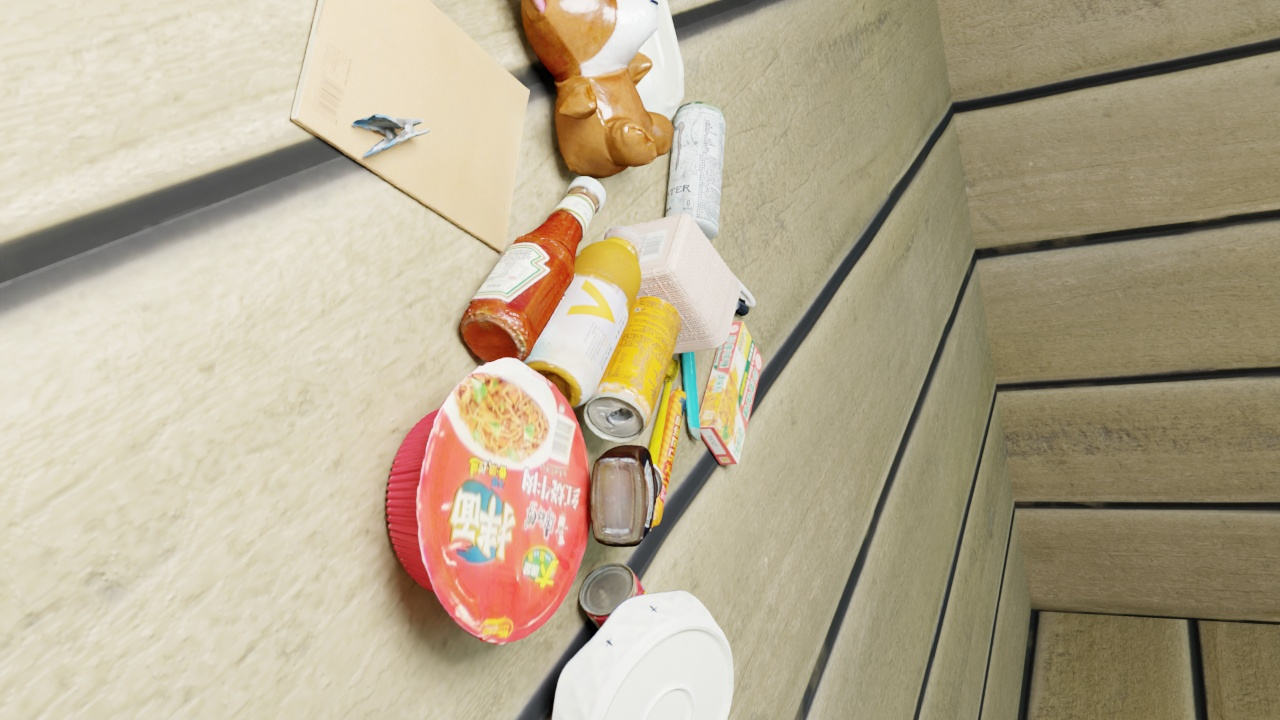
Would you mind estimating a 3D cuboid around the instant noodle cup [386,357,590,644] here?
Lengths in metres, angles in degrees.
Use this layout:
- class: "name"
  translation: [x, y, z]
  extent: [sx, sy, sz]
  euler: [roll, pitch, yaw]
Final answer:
- class: "instant noodle cup"
  translation: [-0.111, 0.097, 0.650]
  extent: [0.193, 0.066, 0.193]
  euler: [11, 77, -59]

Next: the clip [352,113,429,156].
- class: "clip"
  translation: [-0.164, -0.153, 0.618]
  extent: [0.058, 0.027, 0.045]
  euler: [-40, 115, -58]

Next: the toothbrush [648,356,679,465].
- class: "toothbrush"
  translation: [0.013, 0.078, 0.921]
  extent: [0.016, 0.016, 0.189]
  euler: [44, 49, -43]

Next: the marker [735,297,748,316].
- class: "marker"
  translation: [0.096, -0.076, 1.087]
  extent: [0.130, 0.018, 0.022]
  euler: [22, 58, -58]

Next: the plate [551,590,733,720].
- class: "plate"
  translation: [0.010, 0.300, 0.784]
  extent: [0.204, 0.046, 0.205]
  euler: [-14, 110, -42]

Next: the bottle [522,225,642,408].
- class: "bottle"
  translation: [-0.044, -0.044, 0.785]
  extent: [0.068, 0.068, 0.189]
  euler: [61, 38, -36]

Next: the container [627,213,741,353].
- class: "container"
  translation: [0.030, -0.076, 0.904]
  extent: [0.111, 0.090, 0.090]
  euler: [51, 44, -39]

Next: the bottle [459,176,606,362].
- class: "bottle"
  translation: [-0.078, -0.081, 0.743]
  extent: [0.060, 0.060, 0.205]
  euler: [63, 36, -34]

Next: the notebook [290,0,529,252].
- class: "notebook"
  translation: [-0.155, -0.188, 0.669]
  extent: [0.211, 0.012, 0.149]
  euler: [31, 61, -55]

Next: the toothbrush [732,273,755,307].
- class: "toothbrush"
  translation: [0.101, -0.112, 1.102]
  extent: [0.180, 0.016, 0.016]
  euler: [44, 44, -49]

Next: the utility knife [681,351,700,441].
- class: "utility knife"
  translation: [0.053, 0.013, 1.004]
  extent: [0.029, 0.013, 0.151]
  euler: [7, 78, -63]

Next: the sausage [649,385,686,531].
- class: "sausage"
  translation: [0.024, 0.096, 0.930]
  extent: [0.021, 0.021, 0.164]
  euler: [48, 46, -46]

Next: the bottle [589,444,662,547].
- class: "bottle"
  translation: [-0.007, 0.111, 0.786]
  extent: [0.195, 0.044, 0.080]
  euler: [25, 64, -83]

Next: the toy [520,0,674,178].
- class: "toy"
  translation: [-0.037, -0.259, 0.784]
  extent: [0.199, 0.131, 0.140]
  euler: [66, 18, -14]

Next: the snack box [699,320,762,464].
- class: "snack box"
  translation: [0.106, 0.036, 1.077]
  extent: [0.077, 0.027, 0.155]
  euler: [57, 40, -42]

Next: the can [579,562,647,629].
- class: "can"
  translation: [-0.003, 0.243, 0.828]
  extent: [0.133, 0.053, 0.053]
  euler: [61, 38, -35]

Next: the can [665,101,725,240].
- class: "can"
  translation: [0.060, -0.204, 1.000]
  extent: [0.058, 0.058, 0.146]
  euler: [30, 60, -55]

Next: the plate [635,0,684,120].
- class: "plate"
  translation: [-0.007, -0.358, 0.909]
  extent: [0.161, 0.034, 0.266]
  euler: [-51, 129, -60]

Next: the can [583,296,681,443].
- class: "can"
  translation: [-0.005, 0.005, 0.824]
  extent: [0.058, 0.058, 0.145]
  euler: [64, 29, -32]
